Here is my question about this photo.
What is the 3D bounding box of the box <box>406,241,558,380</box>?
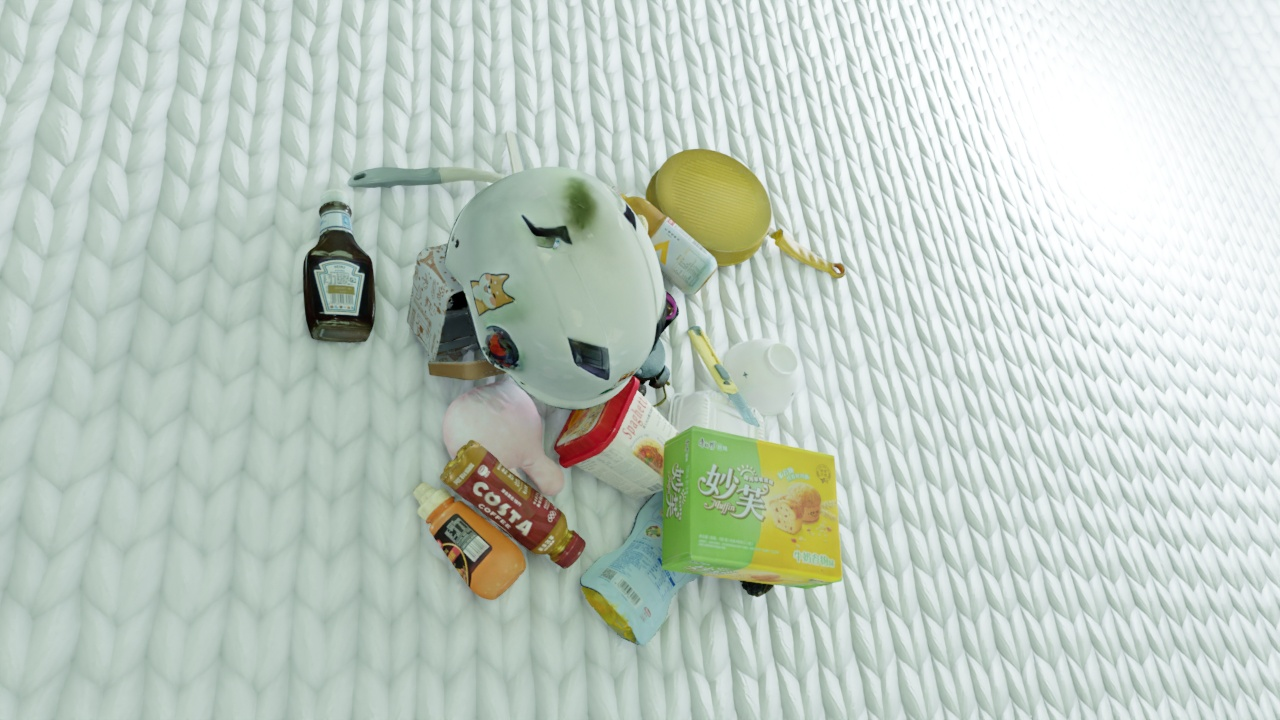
[{"bbox_3d":[-0.159,-0.038,1.086,0.181,0.152,0.174,-19,55,-34],"label":"box"}]

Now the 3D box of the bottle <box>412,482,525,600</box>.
[{"bbox_3d":[-0.193,0.190,0.999,0.149,0.067,0.066,44,52,9],"label":"bottle"}]

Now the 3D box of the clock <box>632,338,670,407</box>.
[{"bbox_3d":[-0.007,0.007,1.201,0.081,0.055,0.122,-29,80,-37],"label":"clock"}]

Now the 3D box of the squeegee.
[{"bbox_3d":[-0.255,-0.238,1.203,0.246,0.039,0.246,-1,53,-22],"label":"squeegee"}]

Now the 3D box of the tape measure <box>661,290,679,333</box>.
[{"bbox_3d":[0.023,-0.071,1.270,0.058,0.039,0.056,45,52,1],"label":"tape measure"}]

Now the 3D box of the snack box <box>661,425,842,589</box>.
[{"bbox_3d":[0.131,0.176,1.074,0.210,0.070,0.157,14,63,-24],"label":"snack box"}]

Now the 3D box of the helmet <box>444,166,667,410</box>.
[{"bbox_3d":[-0.068,-0.091,0.989,0.229,0.157,0.274,-28,91,-34],"label":"helmet"}]

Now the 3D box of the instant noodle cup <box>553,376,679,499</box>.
[{"bbox_3d":[-0.020,0.099,1.115,0.124,0.117,0.116,40,51,-18],"label":"instant noodle cup"}]

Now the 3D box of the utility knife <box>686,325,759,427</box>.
[{"bbox_3d":[0.108,0.019,1.233,0.031,0.022,0.216,-3,45,-22],"label":"utility knife"}]

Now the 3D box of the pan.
[{"bbox_3d":[0.176,-0.206,1.426,0.357,0.078,0.197,16,60,-12],"label":"pan"}]

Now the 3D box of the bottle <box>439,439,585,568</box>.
[{"bbox_3d":[-0.137,0.162,1.012,0.175,0.058,0.057,42,52,-13],"label":"bottle"}]

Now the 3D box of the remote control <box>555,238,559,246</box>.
[{"bbox_3d":[-0.117,-0.145,1.246,0.048,0.024,0.125,-28,83,-37],"label":"remote control"}]

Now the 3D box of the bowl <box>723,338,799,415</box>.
[{"bbox_3d":[0.184,0.011,1.295,0.118,0.065,0.118,13,58,-22],"label":"bowl"}]

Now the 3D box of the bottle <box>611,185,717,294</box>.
[{"bbox_3d":[0.023,-0.174,1.310,0.189,0.068,0.067,41,52,-2],"label":"bottle"}]

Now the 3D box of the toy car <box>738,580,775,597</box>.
[{"bbox_3d":[0.166,0.225,1.161,0.042,0.070,0.157,31,54,-10],"label":"toy car"}]

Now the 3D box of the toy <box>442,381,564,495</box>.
[{"bbox_3d":[-0.158,0.102,1.067,0.121,0.054,0.159,-31,92,-32],"label":"toy"}]

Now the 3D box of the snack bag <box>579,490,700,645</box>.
[{"bbox_3d":[0.017,0.240,1.093,0.110,0.039,0.190,40,47,8],"label":"snack bag"}]

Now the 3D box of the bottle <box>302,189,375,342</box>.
[{"bbox_3d":[-0.359,-0.115,1.089,0.079,0.044,0.194,2,62,-27],"label":"bottle"}]

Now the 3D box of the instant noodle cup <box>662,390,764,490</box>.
[{"bbox_3d":[0.103,0.115,1.183,0.138,0.061,0.173,23,45,-17],"label":"instant noodle cup"}]

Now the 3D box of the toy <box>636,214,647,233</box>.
[{"bbox_3d":[-0.028,-0.133,1.226,0.105,0.066,0.156,26,58,-15],"label":"toy"}]
